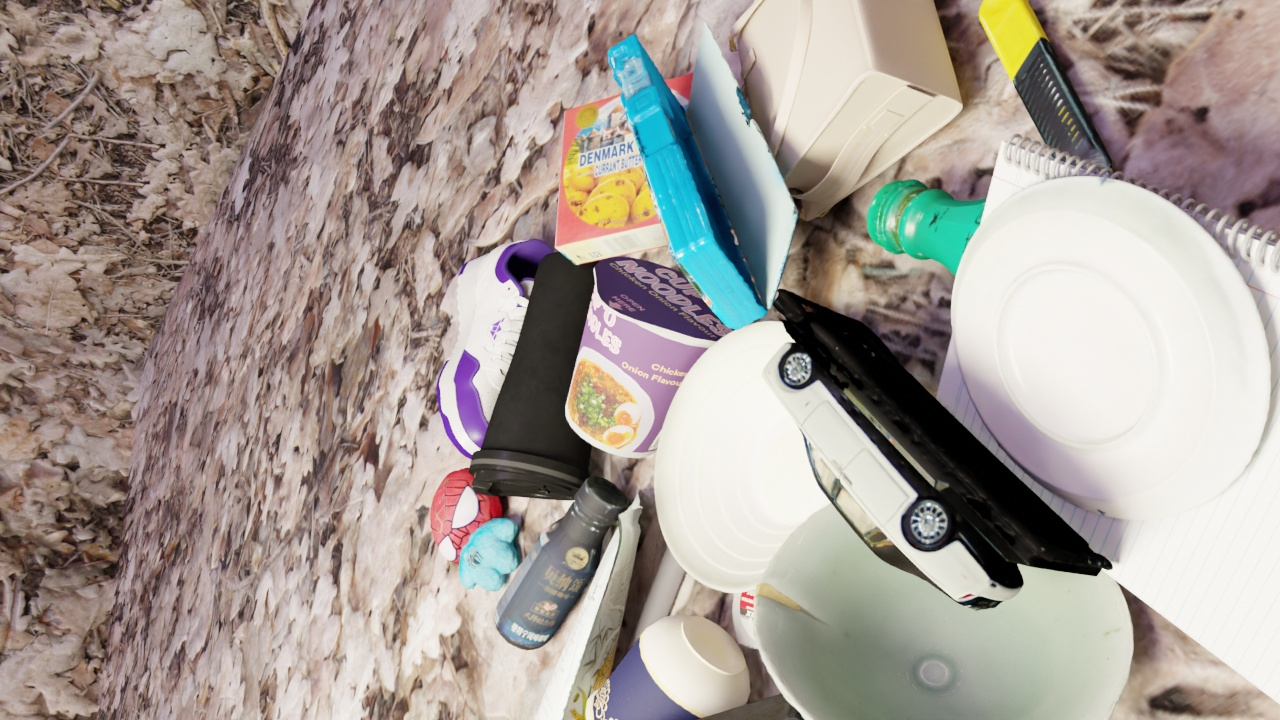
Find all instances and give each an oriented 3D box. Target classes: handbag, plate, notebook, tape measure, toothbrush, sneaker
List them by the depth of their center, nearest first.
[{"bbox_3d":[0.227,0.025,0.388,0.245,0.013,0.178,45,141,47],"label":"notebook"},{"bbox_3d":[0.194,-0.003,0.408,0.157,0.014,0.157,44,142,49],"label":"plate"},{"bbox_3d":[0.063,0.292,0.486,0.198,0.102,0.199,-34,82,38],"label":"handbag"},{"bbox_3d":[0.088,0.157,0.594,0.060,0.020,0.062,1,77,54],"label":"tape measure"},{"bbox_3d":[0.117,-0.194,0.658,0.198,0.101,0.194,-44,43,51],"label":"handbag"},{"bbox_3d":[0.006,0.201,0.687,0.019,0.018,0.188,27,98,57],"label":"toothbrush"},{"bbox_3d":[-0.123,-0.020,0.894,0.111,0.091,0.243,-26,49,31],"label":"sneaker"}]

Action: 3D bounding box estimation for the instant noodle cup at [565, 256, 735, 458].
[{"bbox_3d":[-0.004,0.004,0.704,0.122,0.136,0.122,37,118,25],"label":"instant noodle cup"}]

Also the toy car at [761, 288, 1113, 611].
[{"bbox_3d":[0.128,0.051,0.463,0.071,0.094,0.191,-51,50,18],"label":"toy car"}]

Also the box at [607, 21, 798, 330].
[{"bbox_3d":[0.051,-0.144,0.647,0.085,0.092,0.243,-28,48,15],"label":"box"}]

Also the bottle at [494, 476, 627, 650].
[{"bbox_3d":[-0.066,0.169,0.765,0.161,0.056,0.056,-58,37,18],"label":"bottle"}]

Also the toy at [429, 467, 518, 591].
[{"bbox_3d":[-0.164,0.167,0.898,0.133,0.062,0.092,48,122,38],"label":"toy"}]

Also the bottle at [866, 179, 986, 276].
[{"bbox_3d":[0.206,-0.055,0.485,0.210,0.068,0.068,35,104,53],"label":"bottle"}]

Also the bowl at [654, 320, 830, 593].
[{"bbox_3d":[0.087,0.066,0.603,0.177,0.057,0.176,-27,55,45],"label":"bowl"}]

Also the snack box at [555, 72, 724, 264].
[{"bbox_3d":[0.000,-0.165,0.789,0.143,0.040,0.144,-9,66,26],"label":"snack box"}]

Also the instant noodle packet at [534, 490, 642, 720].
[{"bbox_3d":[-0.040,0.234,0.682,0.147,0.057,0.269,-7,-65,-89],"label":"instant noodle packet"}]

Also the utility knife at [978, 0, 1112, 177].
[{"bbox_3d":[0.235,-0.149,0.528,0.029,0.020,0.187,-39,46,40],"label":"utility knife"}]

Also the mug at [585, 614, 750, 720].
[{"bbox_3d":[0.033,0.225,0.597,0.112,0.085,0.089,39,108,16],"label":"mug"}]

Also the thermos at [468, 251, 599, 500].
[{"bbox_3d":[-0.078,0.017,0.816,0.106,0.105,0.218,-12,61,51],"label":"thermos"}]

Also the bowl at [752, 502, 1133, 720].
[{"bbox_3d":[0.150,0.144,0.467,0.174,0.068,0.173,-12,39,10],"label":"bowl"}]
